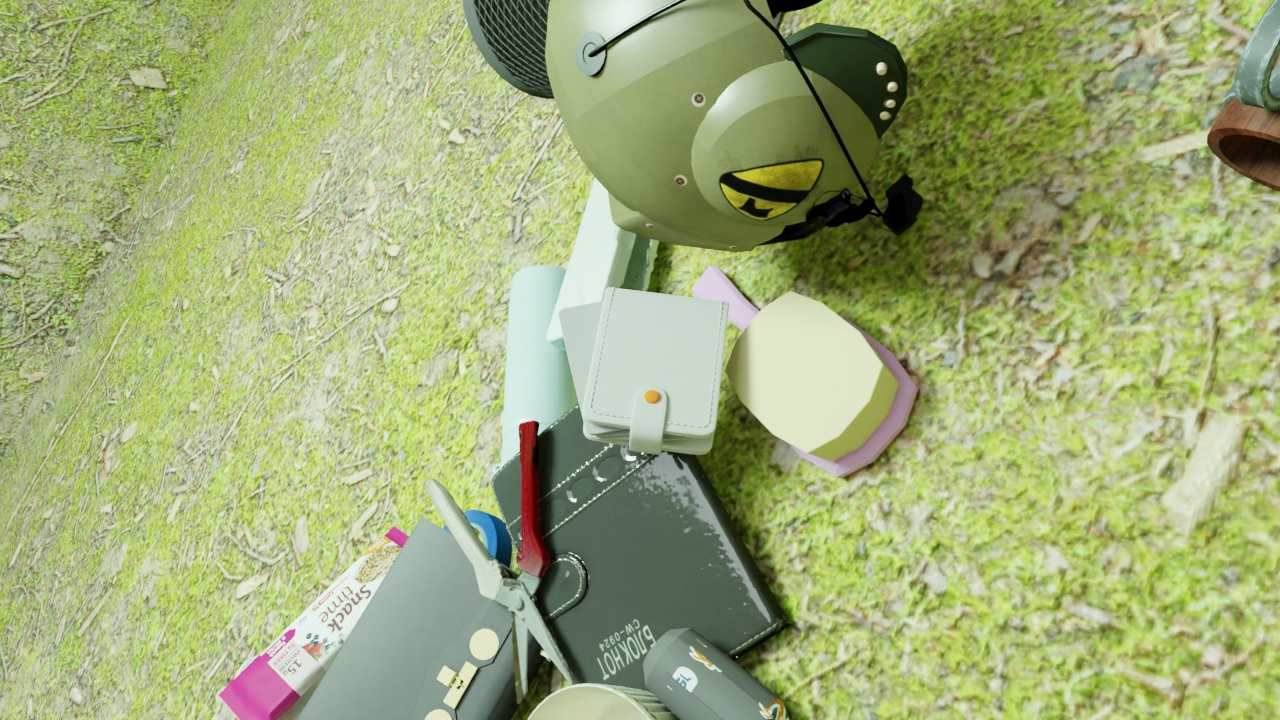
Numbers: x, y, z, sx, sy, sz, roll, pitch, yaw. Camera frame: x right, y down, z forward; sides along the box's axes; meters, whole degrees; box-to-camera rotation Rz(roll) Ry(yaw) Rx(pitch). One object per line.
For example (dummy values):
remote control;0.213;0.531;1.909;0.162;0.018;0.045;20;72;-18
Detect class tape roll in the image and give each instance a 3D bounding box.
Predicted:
tape roll;-0.150;0.175;0.792;0.093;0.016;0.091;-56;41;3

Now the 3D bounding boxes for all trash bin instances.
trash bin;-0.025;-0.345;0.831;0.228;0.217;0.217;11;75;52

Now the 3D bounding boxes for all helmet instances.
helmet;0.066;-0.178;0.586;0.233;0.255;0.249;-18;54;34

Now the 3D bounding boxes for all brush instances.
brush;0.092;-0.013;0.641;0.089;0.043;0.228;-52;42;9

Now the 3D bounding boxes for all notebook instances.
notebook;-0.015;0.128;0.633;0.170;0.029;0.209;-39;61;21

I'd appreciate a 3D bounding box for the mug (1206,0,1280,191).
mug;0.328;-0.149;0.432;0.111;0.117;0.081;-58;41;7

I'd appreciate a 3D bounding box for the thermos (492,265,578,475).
thermos;-0.082;0.018;0.780;0.078;0.065;0.206;-1;58;-2

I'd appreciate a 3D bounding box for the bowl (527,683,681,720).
bowl;-0.013;0.251;0.558;0.115;0.062;0.115;-4;82;30

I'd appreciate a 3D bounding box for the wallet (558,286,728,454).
wallet;-0.004;0.004;0.615;0.115;0.038;0.118;7;58;3

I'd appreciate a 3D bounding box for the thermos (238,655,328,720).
thermos;-0.259;0.325;0.766;0.099;0.099;0.220;-54;47;7

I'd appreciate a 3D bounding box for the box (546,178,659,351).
box;-0.026;-0.096;0.784;0.084;0.067;0.198;-1;58;22

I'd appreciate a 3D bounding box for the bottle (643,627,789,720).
bottle;0.052;0.204;0.539;0.112;0.047;0.047;33;92;26

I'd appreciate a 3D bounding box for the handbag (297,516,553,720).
handbag;-0.121;0.242;0.677;0.196;0.072;0.175;22;74;28

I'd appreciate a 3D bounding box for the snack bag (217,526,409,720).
snack bag;-0.264;0.224;0.783;0.070;0.016;0.196;23;56;38

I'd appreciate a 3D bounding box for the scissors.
scissors;-0.100;0.136;0.664;0.179;0.015;0.198;13;90;36
